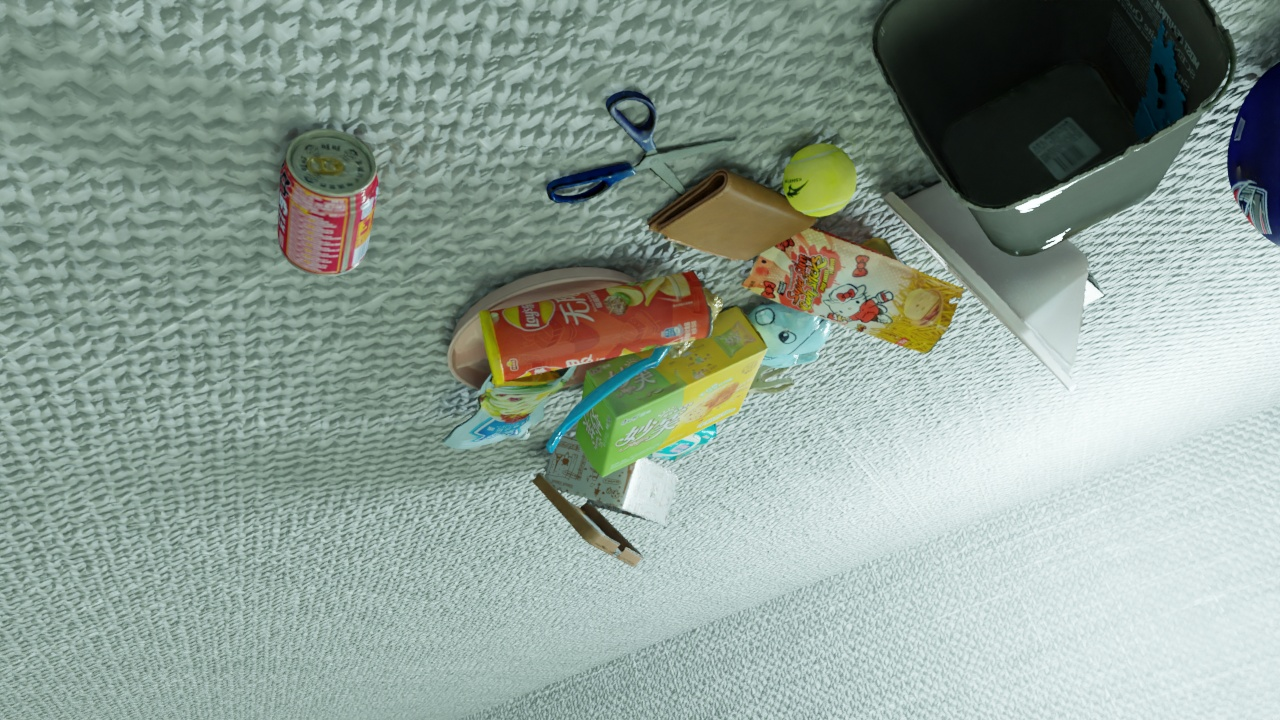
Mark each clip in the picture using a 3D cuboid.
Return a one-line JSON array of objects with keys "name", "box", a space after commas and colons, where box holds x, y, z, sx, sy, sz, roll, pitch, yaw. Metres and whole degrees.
[{"name": "clip", "box": [0.160, 0.033, 1.257, 0.100, 0.034, 0.070, -20, 156, 16]}]

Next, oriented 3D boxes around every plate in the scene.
[{"name": "plate", "box": [-0.091, -0.030, 0.970, 0.229, 0.028, 0.230, -14, 155, -7]}]

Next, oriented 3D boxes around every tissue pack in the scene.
[{"name": "tissue pack", "box": [0.035, 0.098, 1.283, 0.093, 0.050, 0.133, -33, 150, 31]}]

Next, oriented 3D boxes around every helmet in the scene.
[{"name": "helmet", "box": [0.737, -0.204, 0.916, 0.315, 0.247, 0.241, 16, -179, -40]}]

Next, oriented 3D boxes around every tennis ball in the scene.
[{"name": "tennis ball", "box": [0.161, -0.162, 0.827, 0.065, 0.065, 0.066, -15, 154, -7]}]

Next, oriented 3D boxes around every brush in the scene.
[{"name": "brush", "box": [-0.006, 0.006, 0.962, 0.254, 0.046, 0.083, -42, 169, -15]}]

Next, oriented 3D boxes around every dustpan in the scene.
[{"name": "dustpan", "box": [0.340, -0.078, 0.955, 0.138, 0.222, 0.274, -29, 143, -7]}]

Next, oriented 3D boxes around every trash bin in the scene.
[{"name": "trash bin", "box": [0.322, -0.200, 0.728, 0.199, 0.199, 0.219, -28, 159, 19]}]

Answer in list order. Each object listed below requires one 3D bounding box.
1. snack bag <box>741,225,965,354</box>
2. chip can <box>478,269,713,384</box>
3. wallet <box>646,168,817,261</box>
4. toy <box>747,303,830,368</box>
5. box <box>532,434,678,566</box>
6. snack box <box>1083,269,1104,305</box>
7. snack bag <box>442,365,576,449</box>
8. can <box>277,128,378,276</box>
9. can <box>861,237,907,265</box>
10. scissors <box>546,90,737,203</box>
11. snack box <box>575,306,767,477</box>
[{"name": "snack bag", "box": [0.220, -0.078, 0.964, 0.208, 0.073, 0.129, 19, 148, -3]}, {"name": "chip can", "box": [-0.043, -0.033, 0.881, 0.216, 0.073, 0.073, -12, 154, -12]}, {"name": "wallet", "box": [0.087, -0.132, 0.869, 0.131, 0.031, 0.108, 12, 151, -41]}, {"name": "toy", "box": [0.177, -0.029, 1.118, 0.161, 0.049, 0.157, 17, 150, -37]}, {"name": "box", "box": [-0.056, 0.200, 1.273, 0.147, 0.148, 0.181, 9, 166, 27]}, {"name": "snack box", "box": [0.557, -0.087, 1.252, 0.113, 0.053, 0.125, -34, 150, 29]}, {"name": "snack bag", "box": [-0.148, 0.053, 1.027, 0.110, 0.039, 0.192, -15, 158, -33]}, {"name": "can", "box": [-0.227, -0.114, 0.666, 0.066, 0.066, 0.094, -5, 152, -26]}, {"name": "can", "box": [0.257, -0.087, 1.054, 0.102, 0.057, 0.083, -31, 154, 23]}, {"name": "scissors", "box": [0.001, -0.171, 0.768, 0.175, 0.012, 0.162, -19, 155, -3]}, {"name": "snack box", "box": [0.033, 0.039, 1.082, 0.209, 0.070, 0.158, -24, 155, -22]}]
